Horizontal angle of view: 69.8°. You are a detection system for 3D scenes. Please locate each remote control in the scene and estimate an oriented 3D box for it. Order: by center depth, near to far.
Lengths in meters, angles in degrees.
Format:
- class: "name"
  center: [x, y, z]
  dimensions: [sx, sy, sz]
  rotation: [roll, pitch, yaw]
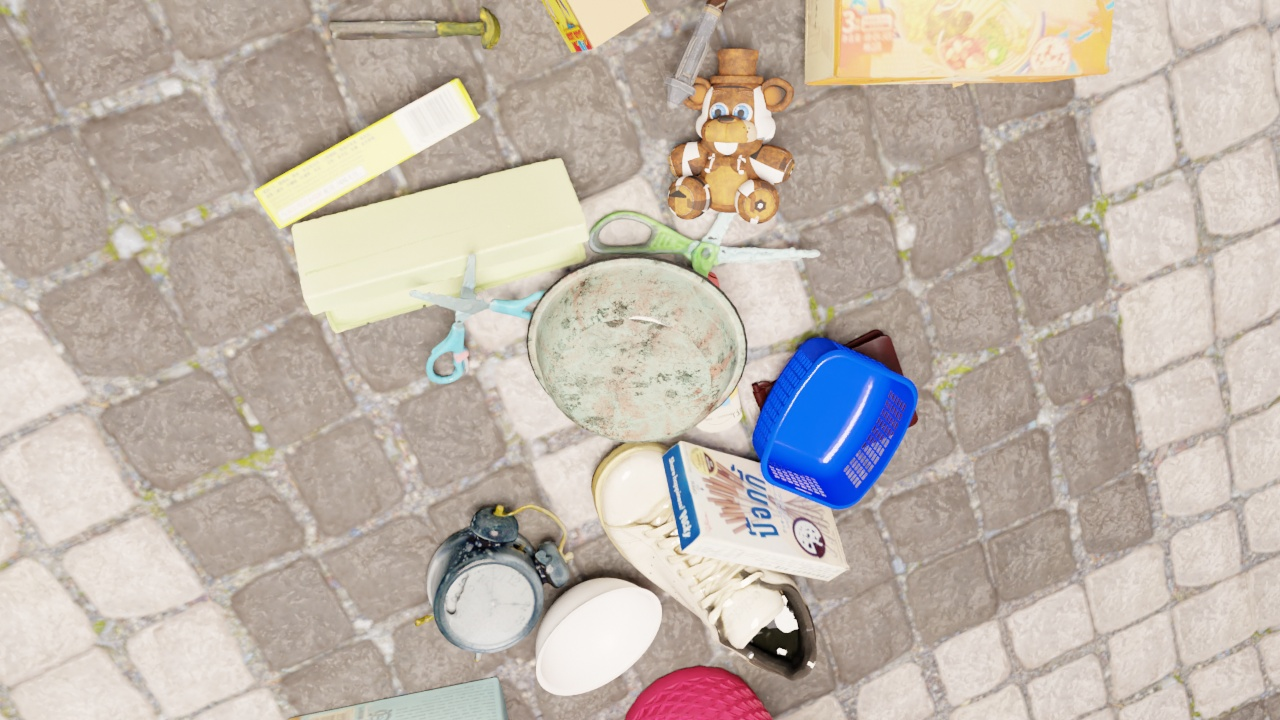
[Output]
- class: "remote control"
  center: [0.049, -0.005, 0.696]
  dimensions: [0.038, 0.018, 0.126]
  rotation: [-14, 108, -7]

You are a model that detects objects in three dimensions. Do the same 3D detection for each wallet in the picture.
- class: "wallet"
  center: [0.156, 0.035, 0.733]
  dimensions: [0.115, 0.018, 0.091]
  rotation: [-25, 111, -2]

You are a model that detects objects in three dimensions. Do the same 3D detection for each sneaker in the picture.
- class: "sneaker"
  center: [0.055, 0.166, 0.705]
  dimensions: [0.089, 0.102, 0.241]
  rotation: [-42, 110, 2]

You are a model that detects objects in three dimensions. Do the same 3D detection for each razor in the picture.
- class: "razor"
  center: [-0.144, -0.210, 0.582]
  dimensions: [0.106, 0.042, 0.026]
  rotation: [-1, 110, -2]

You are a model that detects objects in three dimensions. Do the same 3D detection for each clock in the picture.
- class: "clock"
  center: [-0.108, 0.163, 0.698]
  dimensions: [0.090, 0.052, 0.129]
  rotation: [38, 92, -20]

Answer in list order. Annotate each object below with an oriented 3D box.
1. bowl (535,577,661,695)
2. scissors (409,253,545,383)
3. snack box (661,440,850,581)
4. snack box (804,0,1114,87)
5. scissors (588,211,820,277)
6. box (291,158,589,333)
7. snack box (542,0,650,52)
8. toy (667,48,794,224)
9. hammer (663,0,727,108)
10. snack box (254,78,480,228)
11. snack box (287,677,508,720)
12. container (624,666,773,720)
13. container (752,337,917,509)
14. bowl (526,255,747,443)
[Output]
- class: "bowl"
  center: [-0.041, 0.208, 0.723]
  dimensions: [0.109, 0.040, 0.110]
  rotation: [-19, 130, -24]
- class: "scissors"
  center: [-0.102, -0.031, 0.624]
  dimensions: [0.125, 0.136, 0.015]
  rotation: [-21, 67, -27]
- class: "snack box"
  center: [0.088, 0.115, 0.690]
  dimensions: [0.150, 0.081, 0.026]
  rotation: [18, 134, -32]
- class: "snack box"
  center: [0.209, -0.260, 0.614]
  dimensions: [0.195, 0.080, 0.145]
  rotation: [-4, 103, -10]
- class: "scissors"
  center: [0.047, -0.072, 0.666]
  dimensions: [0.171, 0.023, 0.168]
  rotation: [2, 90, -5]
- class: "box"
  center: [-0.132, -0.080, 0.614]
  dimensions: [0.188, 0.089, 0.077]
  rotation: [-16, 79, -6]
- class: "snack box"
  center: [-0.051, -0.255, 0.555]
  dimensions: [0.040, 0.088, 0.126]
  rotation: [-32, 111, -1]
- class: "toy"
  center: [0.062, -0.153, 0.624]
  dimensions: [0.087, 0.067, 0.113]
  rotation: [6, 105, 15]
- class: "hammer"
  center: [0.085, -0.309, 0.562]
  dimensions: [0.044, 0.098, 0.322]
  rotation: [21, 102, -13]
- class: "snack box"
  center: [-0.175, -0.135, 0.593]
  dimensions: [0.148, 0.040, 0.029]
  rotation: [-30, 110, -2]
- class: "snack box"
  center: [-0.188, 0.304, 0.711]
  dimensions: [0.174, 0.075, 0.053]
  rotation: [-10, 108, -10]
- class: "container"
  center: [0.068, 0.356, 0.703]
  dimensions: [0.183, 0.225, 0.183]
  rotation: [-4, 108, -12]
- class: "container"
  center: [0.142, 0.044, 0.696]
  dimensions: [0.096, 0.058, 0.114]
  rotation: [23, 105, -14]
- class: "bowl"
  center: [-0.004, 0.004, 0.642]
  dimensions: [0.157, 0.038, 0.158]
  rotation: [2, 127, 3]
